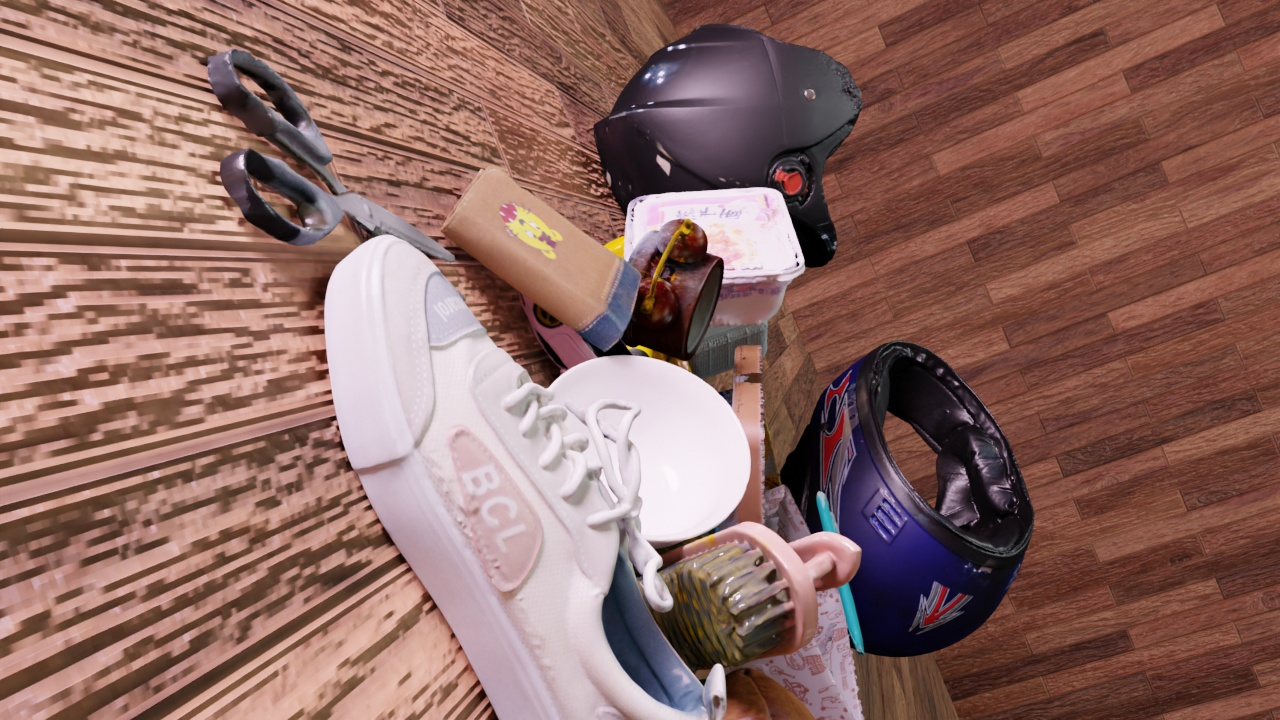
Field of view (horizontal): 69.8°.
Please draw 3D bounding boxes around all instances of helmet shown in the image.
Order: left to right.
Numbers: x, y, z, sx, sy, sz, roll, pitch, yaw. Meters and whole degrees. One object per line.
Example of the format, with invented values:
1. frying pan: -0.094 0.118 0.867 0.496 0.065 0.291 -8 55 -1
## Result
1. helmet: 0.085 -0.198 0.940 0.275 0.230 0.233 65 -11 -8
2. helmet: 0.254 0.159 0.977 0.247 0.241 0.314 24 39 -16

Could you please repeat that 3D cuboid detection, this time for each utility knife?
1. utility knife: 0.161 0.165 0.737 0.029 0.013 0.151 61 17 -46

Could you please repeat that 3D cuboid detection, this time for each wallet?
1. wallet: -0.055 -0.061 0.530 0.115 0.033 0.090 35 25 -15

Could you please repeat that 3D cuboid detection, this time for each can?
1. can: 0.102 0.084 0.875 0.074 0.049 0.148 -99 173 -46

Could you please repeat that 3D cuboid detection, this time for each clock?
1. clock: 0.018 -0.047 0.613 0.122 0.055 0.082 75 38 -68

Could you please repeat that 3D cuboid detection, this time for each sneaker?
1. sneaker: -0.040 0.055 0.365 0.242 0.091 0.089 66 13 -5

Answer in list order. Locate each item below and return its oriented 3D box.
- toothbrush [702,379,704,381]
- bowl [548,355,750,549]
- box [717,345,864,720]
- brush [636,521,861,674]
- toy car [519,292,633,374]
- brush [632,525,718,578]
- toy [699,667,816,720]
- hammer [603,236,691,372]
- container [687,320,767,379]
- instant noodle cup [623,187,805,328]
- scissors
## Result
1. toothbrush: 0.064 0.055 0.911 0.015 0.018 0.180 57 16 -27
2. bowl: -0.006 0.062 0.507 0.065 0.118 0.118 112 -26 -48
3. box: 0.092 0.135 0.700 0.178 0.105 0.260 -73 139 -69
4. brush: 0.045 0.110 0.432 0.063 0.073 0.146 66 -25 13
5. toy car: -0.031 -0.005 0.573 0.122 0.037 0.056 51 25 -3
6. brush: 0.025 0.127 0.570 0.143 0.055 0.073 -93 162 -54
7. toy: 0.085 0.233 0.451 0.199 0.131 0.140 24 31 -24
8. hammer: -0.004 0.004 0.698 0.129 0.033 0.300 61 15 -19
9. container: 0.071 -0.042 0.875 0.111 0.090 0.090 69 1 -78
10. instant noodle cup: 0.057 -0.083 0.757 0.173 0.138 0.060 -89 175 -60
11. scissors: -0.124 -0.061 0.400 0.156 0.014 0.168 -92 158 -58
